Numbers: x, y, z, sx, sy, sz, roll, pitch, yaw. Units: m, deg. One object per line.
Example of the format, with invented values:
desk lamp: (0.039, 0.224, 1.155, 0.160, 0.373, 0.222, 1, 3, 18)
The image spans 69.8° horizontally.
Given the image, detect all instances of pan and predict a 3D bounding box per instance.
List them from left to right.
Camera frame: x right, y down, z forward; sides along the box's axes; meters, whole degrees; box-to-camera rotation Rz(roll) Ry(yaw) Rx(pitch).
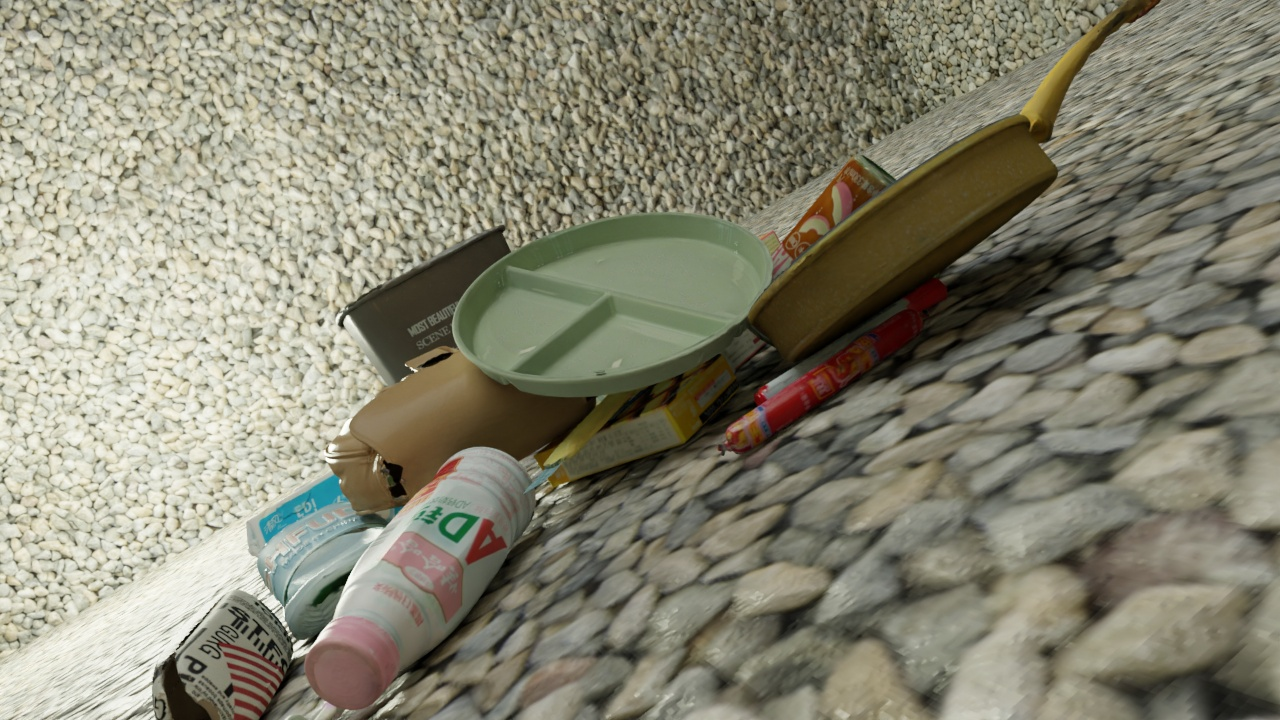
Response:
pan: (0.213, -0.124, 0.572, 0.357, 0.078, 0.198, -32, -9, -10)

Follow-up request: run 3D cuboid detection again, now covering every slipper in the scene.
slipper: (-0.244, 0.153, 0.716, 0.103, 0.074, 0.246, -32, 6, -27)

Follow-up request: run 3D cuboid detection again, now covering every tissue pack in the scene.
tissue pack: (-0.293, 0.149, 0.870, 0.140, 0.063, 0.090, -31, -22, -1)

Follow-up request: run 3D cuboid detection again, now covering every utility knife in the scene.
utility knife: (-0.030, 0.038, 0.626, 0.031, 0.019, 0.176, -29, 6, 38)

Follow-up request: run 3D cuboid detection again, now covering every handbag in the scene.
handbag: (-0.132, 0.038, 0.685, 0.204, 0.100, 0.148, -29, 10, -24)

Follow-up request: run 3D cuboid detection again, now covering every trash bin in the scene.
trash bin: (-0.192, -0.003, 1.012, 0.198, 0.220, 0.199, -31, 6, -17)

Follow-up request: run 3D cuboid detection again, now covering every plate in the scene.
plate: (-0.020, -0.044, 0.653, 0.230, 0.027, 0.229, -9, 33, 6)

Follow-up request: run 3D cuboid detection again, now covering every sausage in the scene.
sausage: (0.107, 0.011, 0.523, 0.155, 0.020, 0.020, -32, 7, -16)

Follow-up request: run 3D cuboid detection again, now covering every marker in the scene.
marker: (0.133, -0.010, 0.575, 0.145, 0.017, 0.017, -32, 7, -14)

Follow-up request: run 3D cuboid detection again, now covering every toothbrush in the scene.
toothbrush: (-0.148, 0.159, 0.503, 0.020, 0.029, 0.189, 14, 13, 5)

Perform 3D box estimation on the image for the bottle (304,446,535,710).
bottle: (-0.117, 0.115, 0.514, 0.068, 0.068, 0.196, -27, 11, 19)

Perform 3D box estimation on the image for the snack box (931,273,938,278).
snack box: (0.176, -0.064, 0.740, 0.157, 0.026, 0.085, -23, 11, 43)

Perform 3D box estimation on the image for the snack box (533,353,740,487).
snack box: (-0.004, 0.045, 0.671, 0.141, 0.034, 0.086, -26, 8, 41)

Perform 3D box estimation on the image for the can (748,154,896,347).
can: (0.135, -0.079, 0.684, 0.147, 0.058, 0.057, -52, -2, 22)

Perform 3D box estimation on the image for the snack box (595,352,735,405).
snack box: (-0.004, 0.004, 0.740, 0.157, 0.084, 0.026, -21, 28, 52)

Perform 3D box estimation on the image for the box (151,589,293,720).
box: (-0.269, 0.192, 0.568, 0.076, 0.075, 0.163, -35, 10, -6)

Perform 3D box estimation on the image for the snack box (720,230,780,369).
snack box: (0.088, -0.049, 0.785, 0.027, 0.077, 0.155, -23, 10, 45)
